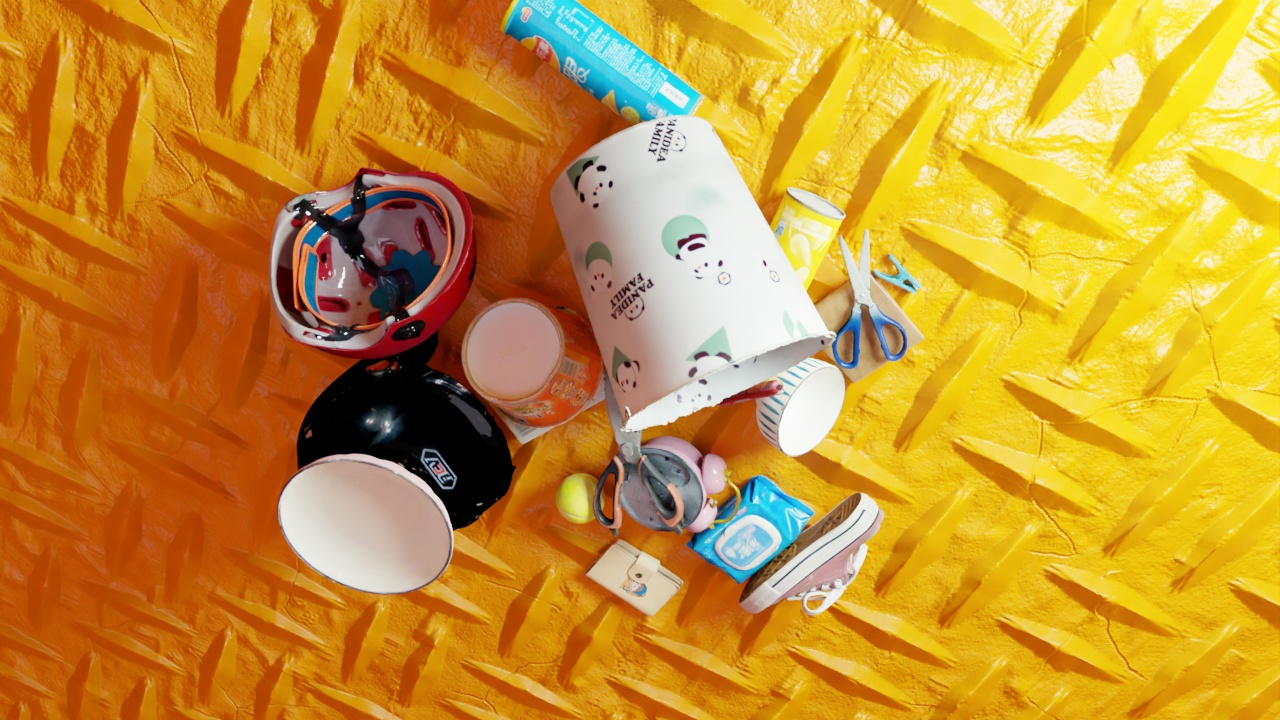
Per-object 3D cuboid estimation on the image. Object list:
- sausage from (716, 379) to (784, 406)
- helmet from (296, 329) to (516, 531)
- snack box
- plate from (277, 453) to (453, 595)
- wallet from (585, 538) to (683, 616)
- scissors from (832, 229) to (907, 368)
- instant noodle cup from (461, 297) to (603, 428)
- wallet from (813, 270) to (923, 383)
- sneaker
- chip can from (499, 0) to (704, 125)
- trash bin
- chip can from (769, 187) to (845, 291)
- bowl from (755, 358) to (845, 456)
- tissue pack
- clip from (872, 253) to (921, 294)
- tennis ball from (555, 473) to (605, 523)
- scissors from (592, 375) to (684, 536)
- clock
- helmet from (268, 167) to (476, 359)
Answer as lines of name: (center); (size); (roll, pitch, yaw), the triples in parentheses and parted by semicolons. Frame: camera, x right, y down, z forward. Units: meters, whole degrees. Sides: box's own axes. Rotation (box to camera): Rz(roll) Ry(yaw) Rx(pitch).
sausage: (0.124, 0.037, 1.051); (0.020, 0.020, 0.156); (43, 159, -12)
helmet: (-0.279, 0.105, 1.104); (0.275, 0.229, 0.233); (2, 125, 53)
snack box: (-0.113, 0.037, 1.154); (0.157, 0.026, 0.085); (-30, 108, 22)
plate: (-0.293, 0.173, 0.994); (0.192, 0.039, 0.193); (3, 123, 5)
wallet: (-0.007, 0.301, 1.272); (0.115, 0.024, 0.087); (36, 115, -8)
scissors: (0.242, -0.061, 1.030); (0.170, 0.012, 0.144); (42, 116, -15)
instant noodle cup: (-0.129, -0.003, 1.052); (0.151, 0.111, 0.151); (-2, 80, 13)
wallet: (0.254, -0.038, 1.060); (0.101, 0.020, 0.115); (-38, 108, 25)
sneaker: (0.226, 0.265, 1.168); (0.088, 0.118, 0.242); (43, 119, -3)
chip can: (-0.038, -0.306, 0.944); (0.210, 0.071, 0.071); (35, 117, -9)
trash bin: (0.038, -0.087, 0.922); (0.230, 0.229, 0.251); (-28, 79, 21)
chip can: (0.149, -0.081, 1.020); (0.072, 0.072, 0.214); (23, 115, -3)
bowl: (0.178, 0.047, 1.076); (0.066, 0.116, 0.117); (33, 127, 41)
tissue pack: (0.141, 0.221, 1.189); (0.095, 0.052, 0.157); (38, 116, -10)
clip: (0.290, -0.094, 1.028); (0.055, 0.013, 0.037); (36, 117, -7)
tennis ball: (-0.078, 0.180, 1.198); (0.065, 0.065, 0.065); (4, 117, 7)
scissors: (-0.010, 0.128, 1.124); (0.189, 0.015, 0.224); (-39, 92, 30)
clock: (0.049, 0.158, 1.156); (0.158, 0.059, 0.117); (20, 117, 14)
helmet: (-0.284, -0.100, 1.040); (0.240, 0.144, 0.206); (-19, 70, 2)
